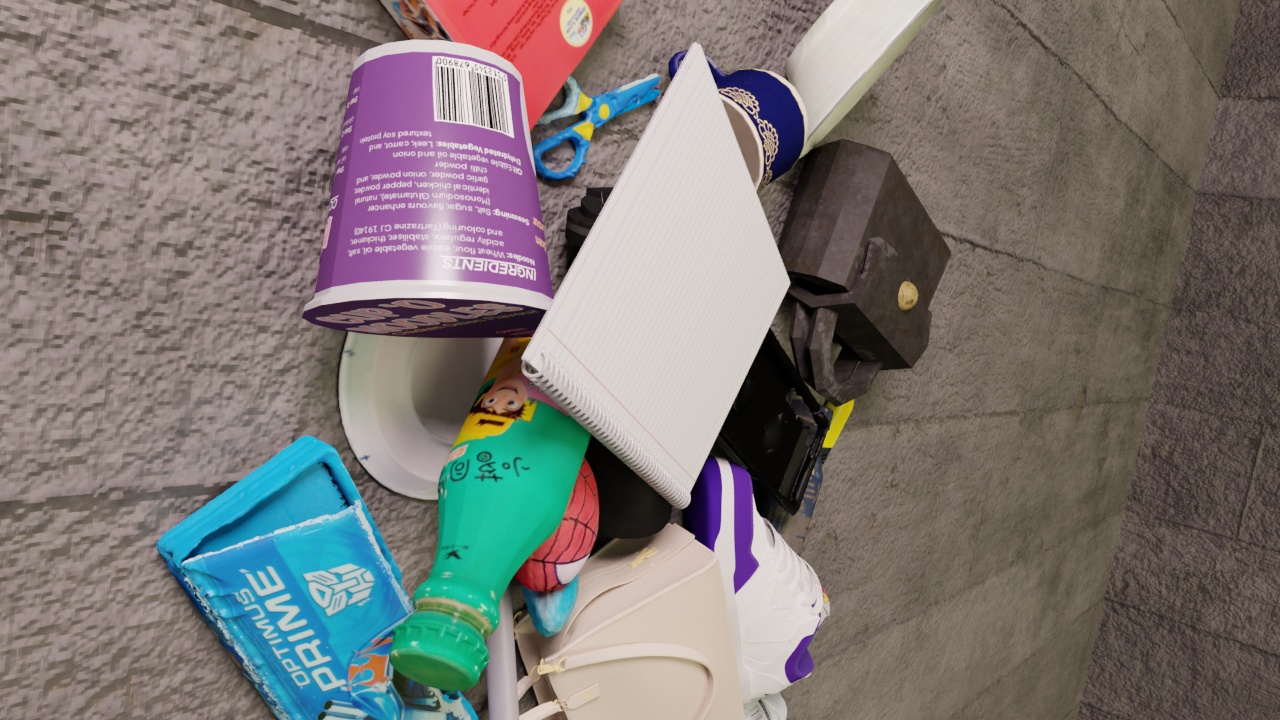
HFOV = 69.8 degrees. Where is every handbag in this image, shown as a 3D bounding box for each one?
[{"bbox_3d":[-0.027,0.240,0.660,0.197,0.101,0.195,-28,123,-29],"label":"handbag"},{"bbox_3d":[0.195,-0.059,0.817,0.197,0.102,0.199,32,76,-50],"label":"handbag"}]

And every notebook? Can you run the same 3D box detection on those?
[{"bbox_3d":[0.026,-0.025,0.520,0.177,0.013,0.245,-63,153,-13],"label":"notebook"}]

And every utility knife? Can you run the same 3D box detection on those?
[{"bbox_3d":[0.163,0.108,0.898,0.187,0.020,0.029,-59,137,-22],"label":"utility knife"}]

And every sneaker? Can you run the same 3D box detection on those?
[{"bbox_3d":[0.101,0.183,0.754,0.111,0.091,0.244,-9,119,-6],"label":"sneaker"}]

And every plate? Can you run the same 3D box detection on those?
[{"bbox_3d":[-0.106,0.007,0.541,0.156,0.014,0.157,-18,114,-47],"label":"plate"}]

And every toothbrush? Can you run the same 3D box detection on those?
[{"bbox_3d":[-0.089,0.199,0.582,0.018,0.019,0.188,-2,88,-71],"label":"toothbrush"}]

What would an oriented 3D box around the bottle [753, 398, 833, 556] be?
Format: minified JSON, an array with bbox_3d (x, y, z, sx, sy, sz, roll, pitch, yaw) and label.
[{"bbox_3d":[0.135,0.115,0.835,0.056,0.056,0.160,24,83,-51],"label":"bottle"}]

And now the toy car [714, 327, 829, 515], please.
[{"bbox_3d":[0.083,0.041,0.737,0.192,0.071,0.094,47,64,-47],"label":"toy car"}]

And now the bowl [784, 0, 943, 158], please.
[{"bbox_3d":[0.164,-0.245,0.722,0.176,0.058,0.177,-47,178,-2],"label":"bowl"}]

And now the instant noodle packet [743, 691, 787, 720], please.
[{"bbox_3d":[0.029,0.376,0.805,0.268,0.057,0.147,-15,110,-42],"label":"instant noodle packet"}]

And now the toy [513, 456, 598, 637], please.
[{"bbox_3d":[-0.056,0.112,0.570,0.092,0.062,0.133,-74,166,-61],"label":"toy"}]

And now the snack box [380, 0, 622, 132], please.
[{"bbox_3d":[-0.073,-0.221,0.489,0.142,0.040,0.145,-60,140,-19],"label":"snack box"}]

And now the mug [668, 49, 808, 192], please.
[{"bbox_3d":[0.065,-0.171,0.647,0.089,0.086,0.112,-38,103,-41],"label":"mug"}]

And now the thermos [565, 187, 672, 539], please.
[{"bbox_3d":[-0.004,0.004,0.603,0.105,0.106,0.219,-15,117,-48],"label":"thermos"}]

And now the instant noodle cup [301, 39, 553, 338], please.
[{"bbox_3d":[-0.093,-0.079,0.450,0.136,0.122,0.122,7,80,-50],"label":"instant noodle cup"}]

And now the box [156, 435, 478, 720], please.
[{"bbox_3d":[-0.144,0.167,0.487,0.091,0.085,0.244,-41,130,-34],"label":"box"}]

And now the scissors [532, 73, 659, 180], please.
[{"bbox_3d":[-0.026,-0.156,0.590,0.130,0.022,0.070,-33,124,-45],"label":"scissors"}]

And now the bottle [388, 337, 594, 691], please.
[{"bbox_3d":[-0.070,0.066,0.481,0.209,0.068,0.068,-72,147,-40],"label":"bottle"}]
